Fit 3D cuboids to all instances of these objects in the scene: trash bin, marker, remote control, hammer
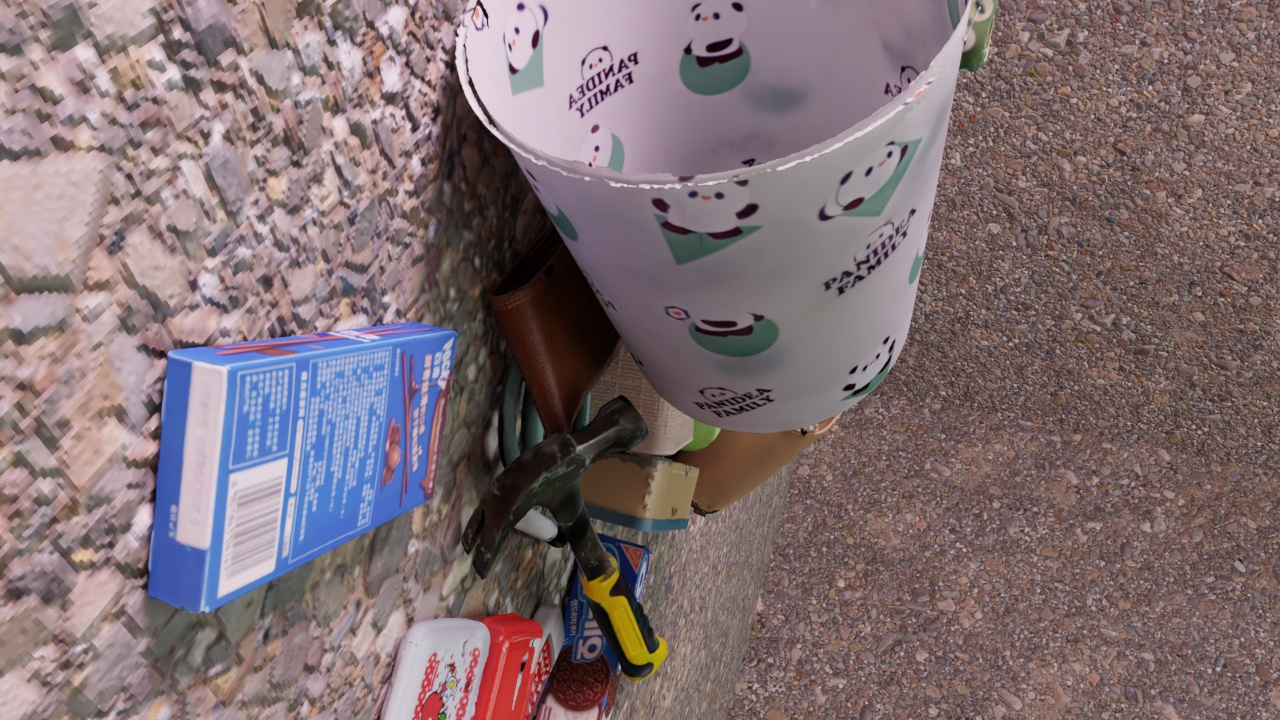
[{"bbox_3d":[0.054,-0.097,0.496,0.252,0.230,0.229,68,36,-56],"label":"trash bin"},{"bbox_3d":[-0.076,0.112,0.633,0.131,0.023,0.018,58,35,-66],"label":"marker"},{"bbox_3d":[-0.089,0.248,0.686,0.135,0.020,0.056,-63,158,-45],"label":"remote control"},{"bbox_3d":[-0.029,0.154,0.638,0.126,0.032,0.324,-31,142,-12],"label":"hammer"}]

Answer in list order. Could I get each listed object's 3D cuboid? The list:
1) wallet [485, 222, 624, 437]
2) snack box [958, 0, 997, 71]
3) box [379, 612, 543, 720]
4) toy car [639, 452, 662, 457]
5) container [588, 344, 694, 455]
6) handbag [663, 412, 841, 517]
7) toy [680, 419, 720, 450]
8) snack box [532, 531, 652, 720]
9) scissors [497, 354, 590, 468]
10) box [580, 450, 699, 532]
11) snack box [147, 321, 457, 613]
[{"bbox_3d":[-0.044,-0.026,0.569,0.124,0.032,0.101,-59,141,-50],"label":"wallet"},{"bbox_3d":[0.087,-0.243,0.530,0.063,0.240,0.115,-67,161,-43],"label":"snack box"},{"bbox_3d":[-0.118,0.253,0.544,0.157,0.038,0.201,39,62,-71],"label":"box"},{"bbox_3d":[0.007,0.071,0.881,0.049,0.031,0.105,36,56,-72],"label":"toy car"},{"bbox_3d":[-0.004,0.004,0.685,0.089,0.090,0.111,-14,111,-73],"label":"container"},{"bbox_3d":[0.105,0.051,0.871,0.205,0.099,0.147,-46,-149,40],"label":"handbag"},{"bbox_3d":[0.045,-0.030,0.818,0.227,0.090,0.246,84,12,-70],"label":"toy"},{"bbox_3d":[-0.044,0.254,0.788,0.057,0.058,0.207,63,41,-71],"label":"snack box"},{"bbox_3d":[-0.052,-0.002,0.615,0.139,0.019,0.179,44,52,-61],"label":"scissors"},{"bbox_3d":[-0.010,0.100,0.737,0.184,0.090,0.059,25,77,-72],"label":"box"},{"bbox_3d":[-0.125,0.032,0.368,0.157,0.026,0.084,-20,121,-73],"label":"snack box"}]
